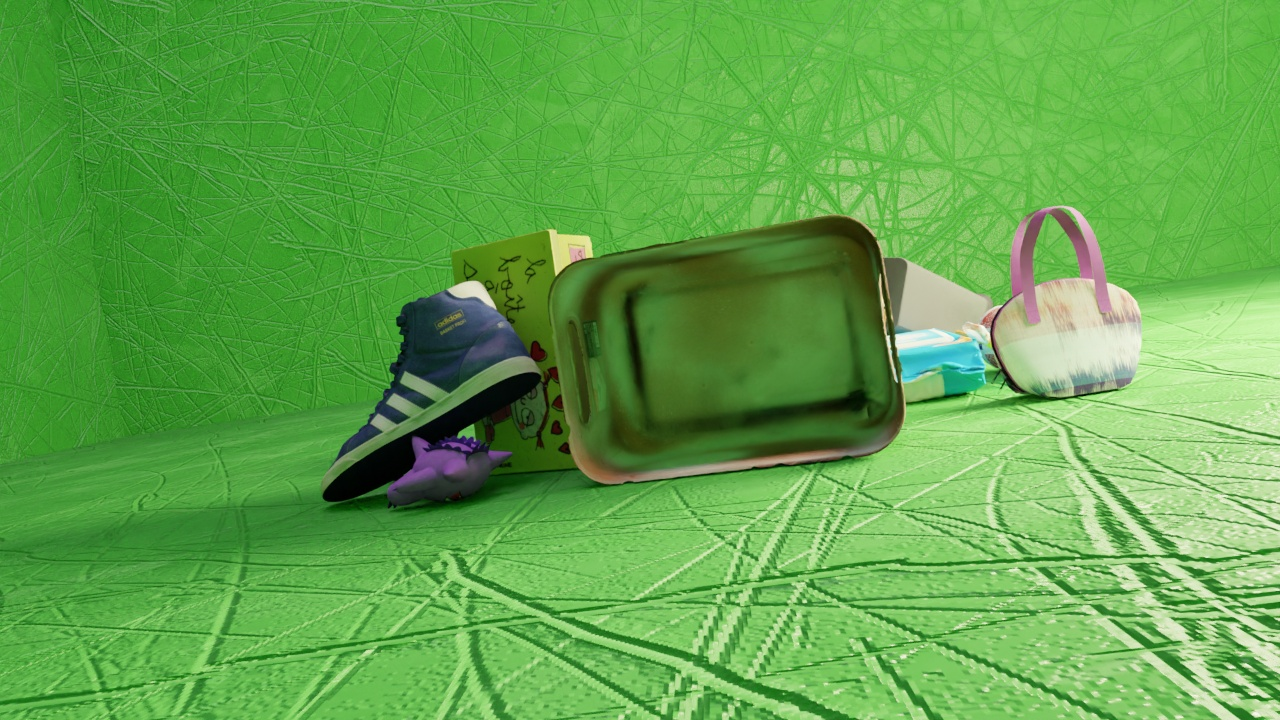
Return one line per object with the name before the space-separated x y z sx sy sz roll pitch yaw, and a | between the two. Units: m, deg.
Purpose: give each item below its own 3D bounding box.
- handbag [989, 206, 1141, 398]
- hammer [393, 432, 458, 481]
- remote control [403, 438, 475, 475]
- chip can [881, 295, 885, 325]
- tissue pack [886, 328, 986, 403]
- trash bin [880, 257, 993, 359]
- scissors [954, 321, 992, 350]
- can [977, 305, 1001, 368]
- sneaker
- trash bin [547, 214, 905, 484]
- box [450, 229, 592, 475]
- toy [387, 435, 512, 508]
handbag | 0.382 -0.055 0.837 0.144 0.170 0.068 -9 3 -3
hammer | -0.239 0.076 1.071 0.028 0.111 0.300 19 12 -2
remote control | -0.187 0.099 0.936 0.060 0.028 0.114 -7 3 38
chip can | 0.131 -0.044 0.951 0.229 0.080 0.080 -2 2 -1
tissue pack | 0.298 0.006 1.007 0.117 0.066 0.209 -9 5 7
trash bin | 0.323 -0.066 1.212 0.219 0.097 0.192 14 -5 -43
scissors | 0.377 -0.011 0.960 0.129 0.011 0.125 31 1 -40
can | 0.451 -0.027 1.044 0.078 0.078 0.136 -9 3 -13
sneaker | -0.213 0.020 0.829 0.233 0.118 0.091 -32 -19 14
trash bin | 0.078 -0.008 0.763 0.260 0.181 0.157 -9 1 14
box | -0.101 -0.007 0.880 0.125 0.221 0.082 -5 4 27
toy | -0.158 0.088 0.758 0.088 0.056 0.105 -8 4 37
